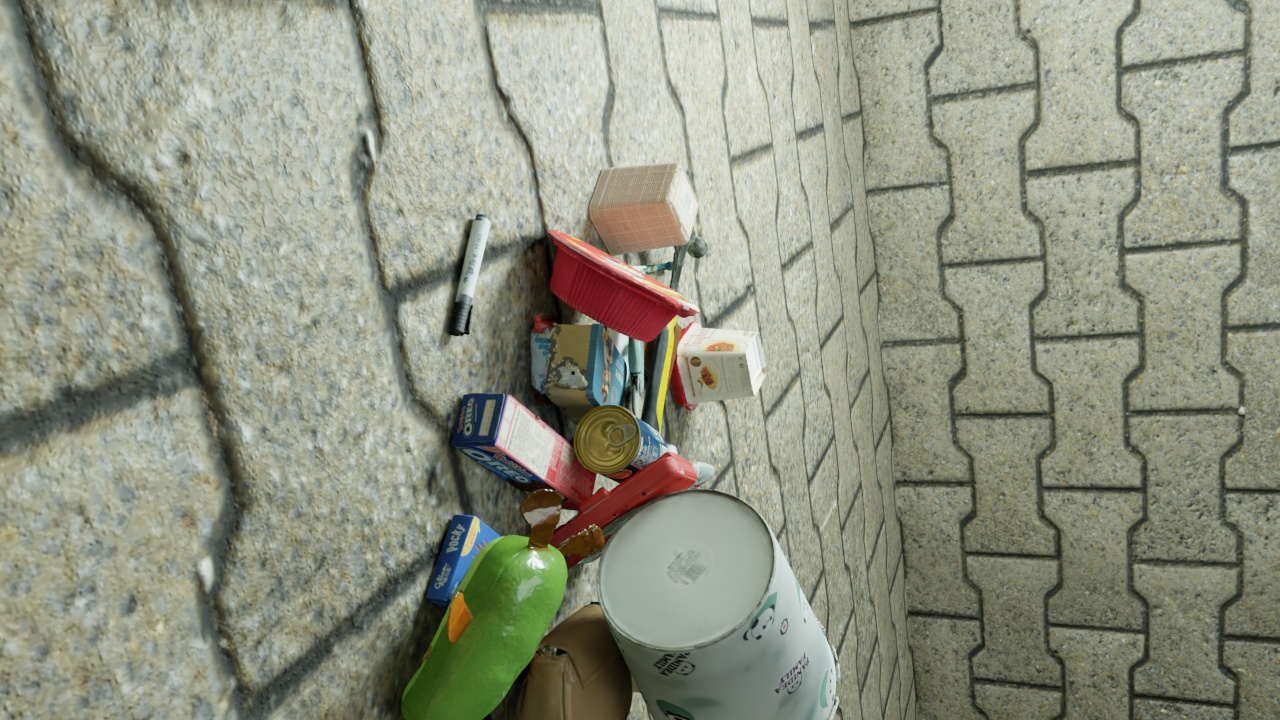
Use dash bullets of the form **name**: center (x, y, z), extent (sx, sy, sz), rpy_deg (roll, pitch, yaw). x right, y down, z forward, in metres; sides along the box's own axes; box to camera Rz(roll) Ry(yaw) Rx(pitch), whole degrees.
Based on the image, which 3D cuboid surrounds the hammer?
- **hammer**: center (0.034, -0.045, 1.251), extent (0.126, 0.032, 0.322), rpy_deg (36, 59, -55)

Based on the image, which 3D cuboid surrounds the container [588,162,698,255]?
- **container**: center (0.008, -0.196, 1.181), extent (0.090, 0.111, 0.089), rpy_deg (59, 37, -46)

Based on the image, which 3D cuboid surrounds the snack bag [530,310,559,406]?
- **snack bag**: center (-0.107, -0.002, 1.018), extent (0.045, 0.026, 0.105), rpy_deg (7, 84, -71)

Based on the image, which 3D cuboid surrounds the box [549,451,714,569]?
- **box**: center (-0.015, 0.173, 1.025), extent (0.038, 0.201, 0.157), rpy_deg (60, 14, 25)

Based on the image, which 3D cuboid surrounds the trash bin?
- **trash bin**: center (0.077, 0.282, 0.973), extent (0.252, 0.230, 0.228), rpy_deg (66, 33, -42)

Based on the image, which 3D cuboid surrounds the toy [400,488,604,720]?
- **toy**: center (-0.128, 0.232, 0.820), extent (0.246, 0.090, 0.227), rpy_deg (-56, 156, -16)

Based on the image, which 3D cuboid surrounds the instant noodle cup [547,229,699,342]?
- **instant noodle cup**: center (-0.031, -0.078, 1.047), extent (0.066, 0.194, 0.193), rpy_deg (-62, 155, 7)

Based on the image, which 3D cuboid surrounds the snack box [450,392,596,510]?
- **snack box**: center (-0.115, 0.098, 0.956), extent (0.207, 0.057, 0.058), rpy_deg (49, 47, -54)

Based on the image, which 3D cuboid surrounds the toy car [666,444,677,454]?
- **toy car**: center (0.046, 0.165, 1.329), extent (0.042, 0.034, 0.090), rpy_deg (-37, 120, -57)

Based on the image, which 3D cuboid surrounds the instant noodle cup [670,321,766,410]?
- **instant noodle cup**: center (0.117, 0.006, 1.385), extent (0.116, 0.124, 0.117), rpy_deg (-53, 135, -54)

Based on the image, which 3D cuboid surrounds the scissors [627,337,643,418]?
- **scissors**: center (-0.007, 0.003, 1.119), extent (0.179, 0.019, 0.139), rpy_deg (-86, 173, -58)

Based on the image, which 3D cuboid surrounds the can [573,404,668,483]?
- **can**: center (-0.018, 0.098, 1.017), extent (0.111, 0.075, 0.075), rpy_deg (41, 51, -65)

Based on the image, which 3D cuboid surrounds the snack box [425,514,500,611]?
- **snack box**: center (-0.148, 0.223, 0.909), extent (0.157, 0.026, 0.084), rpy_deg (55, 42, -49)

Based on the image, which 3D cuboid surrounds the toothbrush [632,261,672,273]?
- **toothbrush**: center (0.005, -0.127, 1.288), extent (0.191, 0.018, 0.016), rpy_deg (-19, 106, -62)

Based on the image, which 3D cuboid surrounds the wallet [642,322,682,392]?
- **wallet**: center (0.018, -0.022, 1.289), extent (0.124, 0.032, 0.101), rpy_deg (43, 53, -55)

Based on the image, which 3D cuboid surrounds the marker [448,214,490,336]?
- **marker**: center (-0.166, -0.085, 0.904), extent (0.022, 0.018, 0.130), rpy_deg (16, 68, -18)

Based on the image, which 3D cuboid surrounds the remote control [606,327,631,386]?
- **remote control**: center (-0.026, -0.035, 1.201), extent (0.056, 0.020, 0.136), rpy_deg (26, 65, -61)

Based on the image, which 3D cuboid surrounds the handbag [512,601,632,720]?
- **handbag**: center (-0.075, 0.349, 0.969), extent (0.204, 0.100, 0.147), rpy_deg (-4, 91, -75)

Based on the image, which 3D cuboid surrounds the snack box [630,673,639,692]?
- **snack box**: center (0.014, 0.305, 1.211), extent (0.239, 0.063, 0.114), rpy_deg (-60, 140, -49)

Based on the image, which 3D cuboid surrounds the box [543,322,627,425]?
- **box**: center (-0.058, 0.022, 1.047), extent (0.184, 0.060, 0.089), rpy_deg (52, 42, -71)
